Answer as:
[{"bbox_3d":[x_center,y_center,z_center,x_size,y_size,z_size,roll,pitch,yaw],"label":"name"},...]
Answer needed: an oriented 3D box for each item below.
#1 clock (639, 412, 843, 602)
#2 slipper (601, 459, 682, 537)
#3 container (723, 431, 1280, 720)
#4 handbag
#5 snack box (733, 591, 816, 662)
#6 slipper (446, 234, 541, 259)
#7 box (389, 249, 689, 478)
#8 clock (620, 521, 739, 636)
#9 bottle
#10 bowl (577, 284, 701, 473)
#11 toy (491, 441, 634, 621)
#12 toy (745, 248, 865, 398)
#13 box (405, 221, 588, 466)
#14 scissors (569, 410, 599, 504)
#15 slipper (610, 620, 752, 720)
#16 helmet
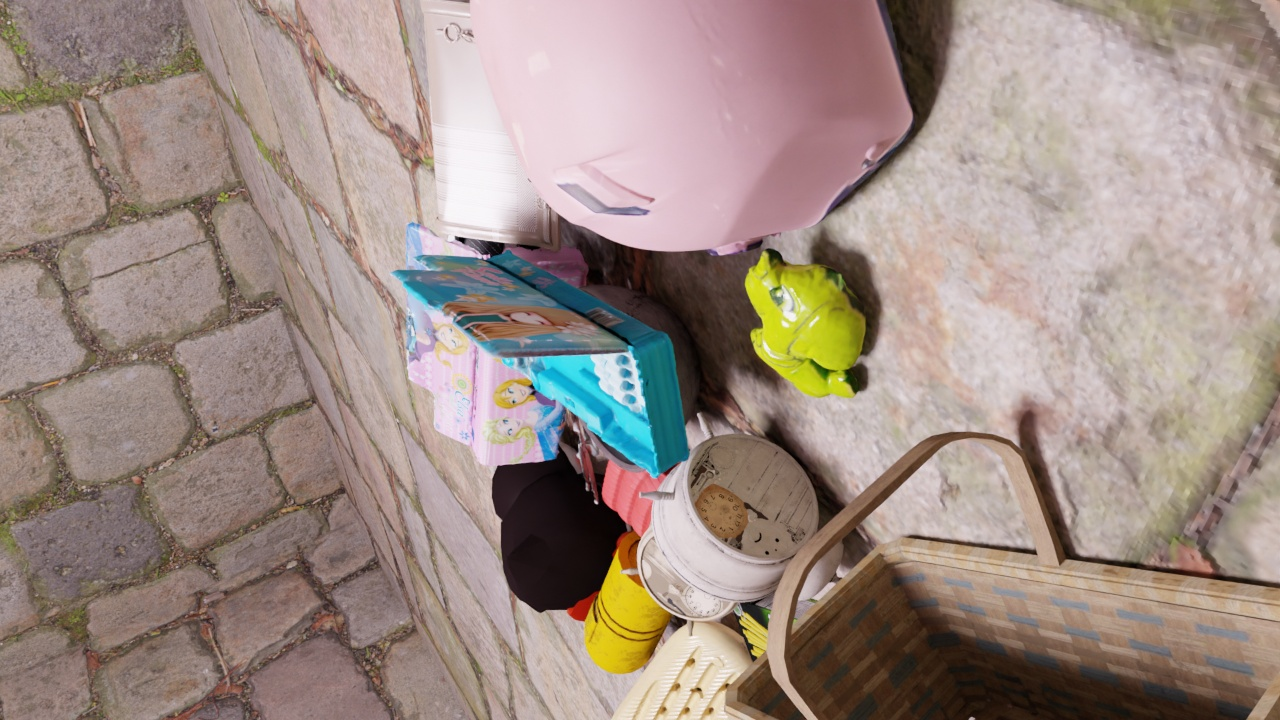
[{"bbox_3d":[0.082,0.106,0.587,0.157,0.103,0.061,34,141,7],"label":"clock"},{"bbox_3d":[-0.006,0.091,0.775,0.248,0.059,0.104,55,153,26],"label":"slipper"},{"bbox_3d":[0.146,0.135,0.406,0.186,0.157,0.250,59,157,-9],"label":"container"},{"bbox_3d":[-0.070,-0.162,0.659,0.198,0.062,0.176,22,123,35],"label":"handbag"},{"bbox_3d":[0.124,0.213,0.661,0.148,0.025,0.080,-7,105,64],"label":"snack box"},{"bbox_3d":[-0.123,-0.120,0.824,0.111,0.063,0.264,42,134,35],"label":"slipper"},{"bbox_3d":[-0.068,-0.024,0.609,0.170,0.085,0.227,41,173,-38],"label":"box"},{"bbox_3d":[0.051,0.137,0.675,0.093,0.054,0.141,41,121,6],"label":"clock"},{"bbox_3d":[-0.010,0.234,0.847,0.071,0.070,0.164,49,136,32],"label":"bottle"},{"bbox_3d":[-0.004,0.004,0.683,0.145,0.067,0.145,45,148,39],"label":"bowl"},{"bbox_3d":[-0.098,0.148,0.915,0.159,0.140,0.184,-56,39,19],"label":"toy"},{"bbox_3d":[0.091,-0.017,0.509,0.094,0.036,0.094,42,150,-1],"label":"toy"},{"bbox_3d":[-0.135,-0.004,0.804,0.062,0.160,0.231,-82,3,-51],"label":"box"},{"bbox_3d":[-0.057,0.069,0.844,0.161,0.014,0.117,-41,-73,-87],"label":"scissors"},{"bbox_3d":[0.049,0.318,0.849,0.111,0.079,0.262,34,129,16],"label":"slipper"},{"bbox_3d":[0.000,-0.153,0.456,0.256,0.152,0.230,22,134,65],"label":"helmet"}]
